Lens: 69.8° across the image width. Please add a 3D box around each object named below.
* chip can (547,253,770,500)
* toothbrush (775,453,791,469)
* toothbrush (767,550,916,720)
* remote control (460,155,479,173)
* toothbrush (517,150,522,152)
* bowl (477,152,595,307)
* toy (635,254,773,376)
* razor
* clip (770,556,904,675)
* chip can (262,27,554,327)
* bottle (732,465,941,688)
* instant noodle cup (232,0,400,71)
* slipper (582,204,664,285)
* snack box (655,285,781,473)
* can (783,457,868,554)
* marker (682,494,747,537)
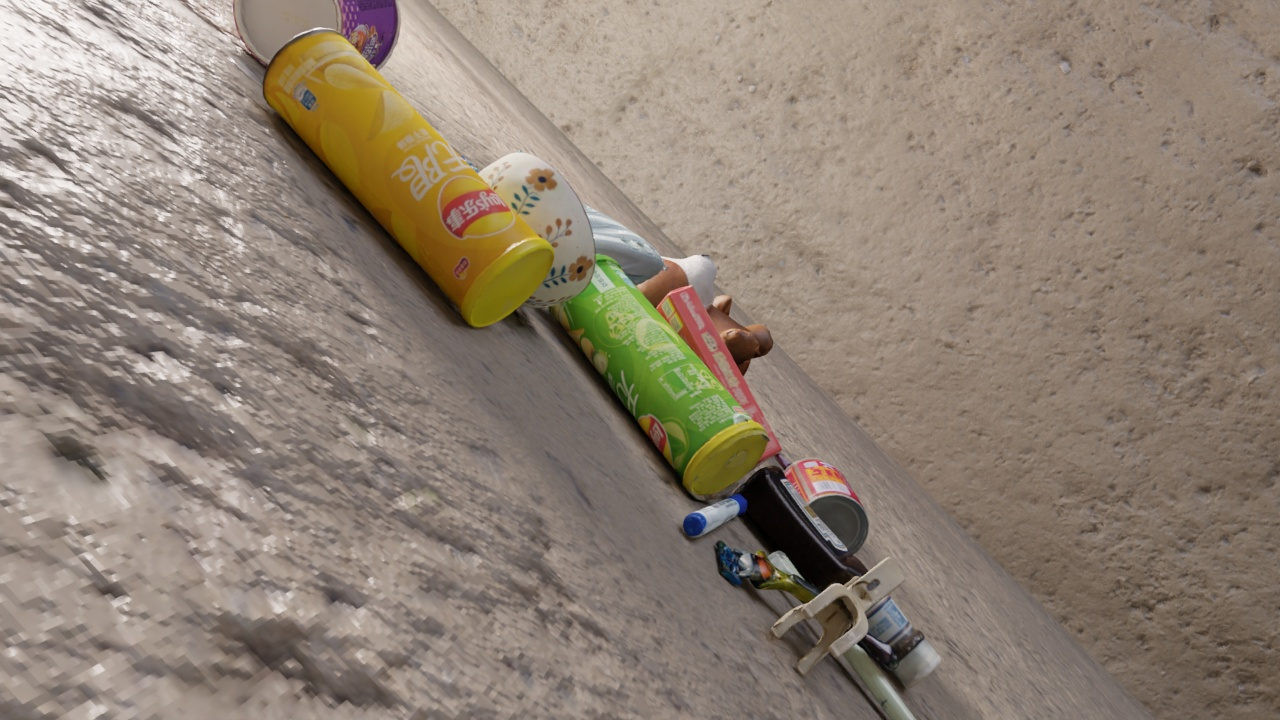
[{"bbox_3d":[0.006,0.005,0.712,0.221,0.073,0.072,51,12,32],"label":"chip can"},{"bbox_3d":[0.181,0.129,1.064,0.016,0.017,0.187,33,14,-45],"label":"toothbrush"},{"bbox_3d":[0.147,0.205,0.612,0.189,0.020,0.029,51,18,28],"label":"toothbrush"},{"bbox_3d":[-0.144,-0.154,0.897,0.125,0.024,0.049,44,10,4],"label":"remote control"},{"bbox_3d":[-0.070,-0.132,1.000,0.224,0.027,0.026,51,4,-12],"label":"toothbrush"},{"bbox_3d":[-0.093,-0.085,0.655,0.062,0.114,0.113,-32,72,-36],"label":"bowl"},{"bbox_3d":[0.058,-0.060,1.081,0.199,0.131,0.140,37,14,14],"label":"toy"},{"bbox_3d":[0.113,0.159,0.596,0.142,0.022,0.042,34,13,-6],"label":"razor"},{"bbox_3d":[0.117,0.159,0.571,0.034,0.081,0.104,54,27,14],"label":"clip"},{"bbox_3d":[-0.150,-0.119,0.592,0.213,0.072,0.072,47,10,12],"label":"chip can"},{"bbox_3d":[0.154,0.168,0.723,0.195,0.044,0.079,49,11,19],"label":"bottle"},{"bbox_3d":[-0.255,-0.267,0.712,0.111,0.112,0.099,42,20,-14],"label":"instant noodle cup"},{"bbox_3d":[-0.055,-0.096,0.856,0.104,0.074,0.245,34,15,17],"label":"slipper"},{"bbox_3d":[0.054,0.021,0.747,0.153,0.025,0.075,62,-27,13],"label":"snack box"},{"bbox_3d":[0.162,0.132,0.829,0.066,0.066,0.093,42,10,-12],"label":"can"},{"bbox_3d":[0.054,0.108,0.642,0.017,0.017,0.145,47,10,14],"label":"marker"}]
